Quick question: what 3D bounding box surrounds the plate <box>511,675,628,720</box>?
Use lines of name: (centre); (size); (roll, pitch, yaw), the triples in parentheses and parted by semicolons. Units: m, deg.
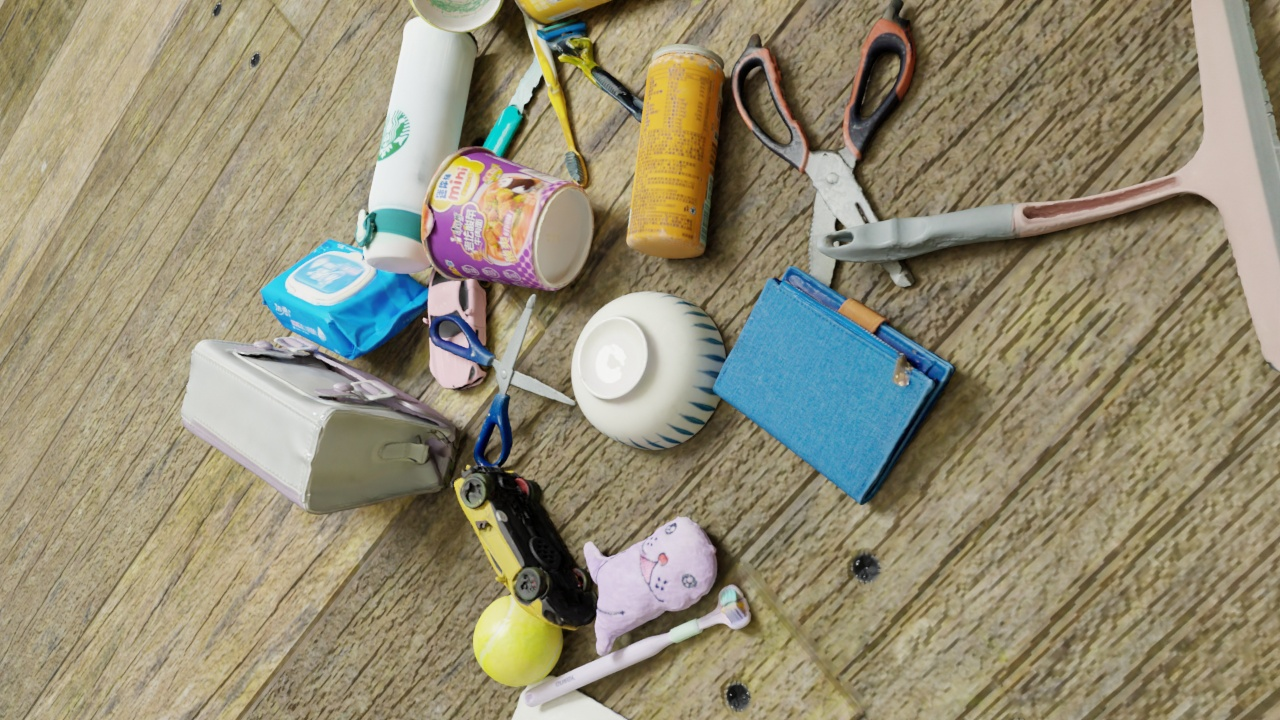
plate: (-0.051, 0.325, 0.647); (0.164, 0.034, 0.163); (16, 89, 34)

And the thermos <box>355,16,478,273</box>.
thermos: (-0.194, -0.184, 0.796); (0.073, 0.073, 0.224); (-3, 72, 32)

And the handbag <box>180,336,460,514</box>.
handbag: (-0.268, 0.046, 0.773); (0.197, 0.144, 0.098); (22, 98, 35)

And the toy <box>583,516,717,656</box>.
toy: (0.007, 0.148, 0.640); (0.108, 0.039, 0.083); (-32, 53, 25)

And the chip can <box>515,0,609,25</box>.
chip can: (-0.002, -0.327, 0.717); (0.214, 0.072, 0.072); (-7, 77, 33)

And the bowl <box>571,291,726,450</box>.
bowl: (-0.004, 0.004, 0.657); (0.117, 0.066, 0.116); (-7, 77, 31)

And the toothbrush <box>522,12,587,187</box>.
toothbrush: (-0.075, -0.231, 0.770); (0.016, 0.018, 0.191); (-21, 75, 16)

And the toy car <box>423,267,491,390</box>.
toy car: (-0.158, -0.035, 0.783); (0.056, 0.037, 0.122); (-10, 77, 33)

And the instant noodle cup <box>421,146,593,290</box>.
instant noodle cup: (-0.098, -0.105, 0.721); (0.099, 0.111, 0.111); (18, 91, 25)

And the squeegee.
squeegee: (0.227, -0.087, 0.540); (0.250, 0.040, 0.247); (-9, 65, 30)

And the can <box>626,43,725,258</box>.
can: (0.027, -0.150, 0.672); (0.058, 0.058, 0.146); (3, 82, 33)

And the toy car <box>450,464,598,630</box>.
toy car: (-0.088, 0.138, 0.683); (0.041, 0.071, 0.156); (-46, 61, 15)

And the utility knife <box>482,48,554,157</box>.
utility knife: (-0.126, -0.185, 0.804); (0.029, 0.013, 0.223); (35, 100, 30)

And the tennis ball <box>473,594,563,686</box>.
tennis ball: (-0.090, 0.205, 0.675); (0.066, 0.065, 0.065); (-7, 77, 32)

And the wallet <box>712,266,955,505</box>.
wallet: (0.120, 0.012, 0.593); (0.133, 0.040, 0.106); (38, 110, 31)

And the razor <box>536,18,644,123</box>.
razor: (-0.029, -0.231, 0.747); (0.042, 0.022, 0.142); (-29, 61, -23)

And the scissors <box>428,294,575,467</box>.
scissors: (-0.114, 0.011, 0.720); (0.162, 0.012, 0.173); (42, 128, 26)

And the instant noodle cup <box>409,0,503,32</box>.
instant noodle cup: (-0.159, -0.345, 0.778); (0.112, 0.111, 0.123); (-35, 46, 23)

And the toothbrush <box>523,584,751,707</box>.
toothbrush: (-0.008, 0.206, 0.642); (0.189, 0.021, 0.029); (-30, 60, 20)

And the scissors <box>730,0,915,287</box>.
scissors: (0.129, -0.146, 0.629); (0.189, 0.015, 0.227); (27, 96, 30)

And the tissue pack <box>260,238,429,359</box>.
tissue pack: (-0.266, -0.058, 0.825); (0.157, 0.052, 0.094); (21, 53, 34)
